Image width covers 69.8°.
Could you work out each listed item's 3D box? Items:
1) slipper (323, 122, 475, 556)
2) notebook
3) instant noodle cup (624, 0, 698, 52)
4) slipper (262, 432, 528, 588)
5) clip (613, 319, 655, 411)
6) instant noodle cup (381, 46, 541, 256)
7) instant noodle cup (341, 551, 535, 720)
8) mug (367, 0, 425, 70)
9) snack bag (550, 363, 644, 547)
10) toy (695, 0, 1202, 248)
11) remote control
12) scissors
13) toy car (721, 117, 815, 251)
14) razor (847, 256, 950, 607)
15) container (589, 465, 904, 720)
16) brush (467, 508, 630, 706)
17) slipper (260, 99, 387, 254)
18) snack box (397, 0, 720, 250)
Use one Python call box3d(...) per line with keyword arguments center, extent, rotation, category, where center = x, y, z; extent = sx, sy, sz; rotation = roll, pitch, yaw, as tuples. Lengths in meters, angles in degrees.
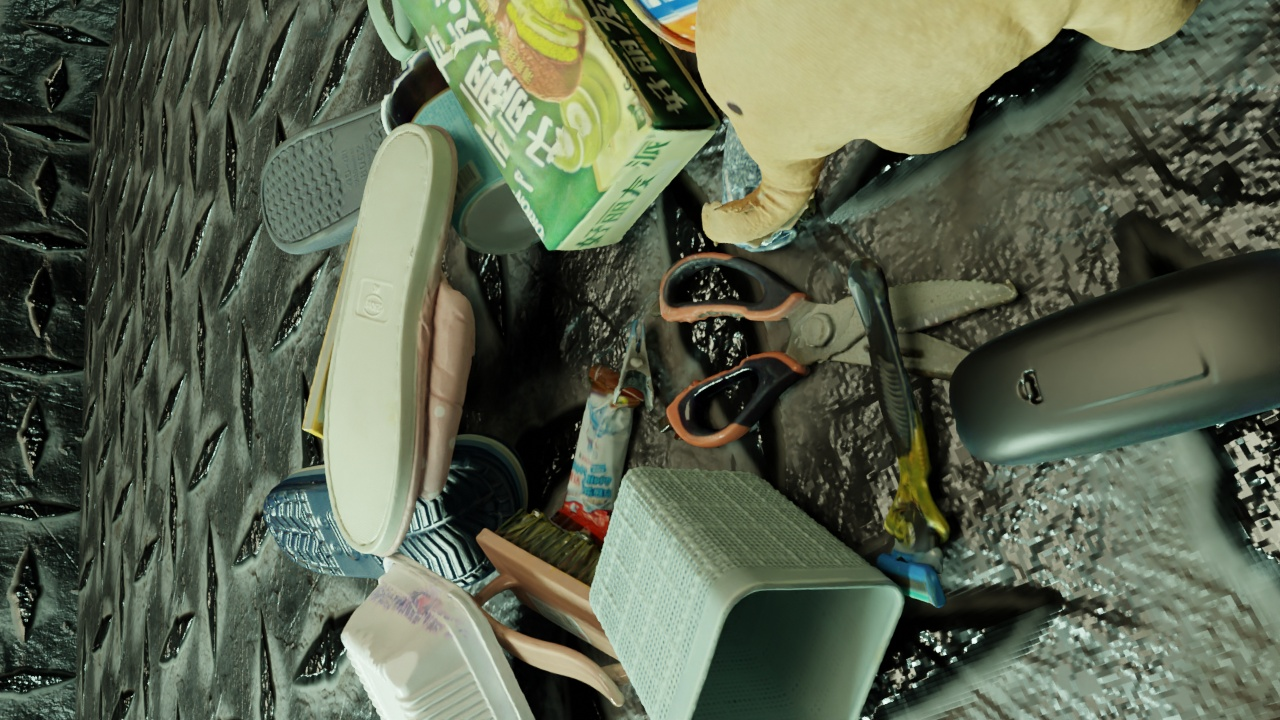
box3d(center=(-0.148, -0.013, 0.586), extent=(0.114, 0.054, 0.274), rotation=(4, 88, 46), category="slipper")
box3d(center=(-0.218, -0.005, 0.713), extent=(0.206, 0.010, 0.145), rotation=(124, 158, -77), category="notebook")
box3d(center=(0.059, -0.222, 0.399), extent=(0.112, 0.151, 0.151), rotation=(0, 84, 43), category="instant noodle cup")
box3d(center=(-0.175, 0.106, 0.686), extent=(0.253, 0.095, 0.105), rotation=(-13, 111, 32), category="slipper")
box3d(center=(-0.001, 0.004, 0.527), extent=(0.024, 0.028, 0.056), rotation=(107, 169, -48), category="clip")
box3d(center=(-0.106, -0.141, 0.633), extent=(0.111, 0.111, 0.120), rotation=(-49, 58, 36), category="instant noodle cup")
box3d(center=(-0.117, 0.211, 0.552), extent=(0.138, 0.060, 0.173), rotation=(2, 116, 55), category="instant noodle cup")
box3d(center=(-0.151, -0.240, 0.688), extent=(0.082, 0.111, 0.106), rotation=(-27, 65, 37), category="mug")
box3d(center=(-0.025, 0.057, 0.552), extent=(0.048, 0.026, 0.104), rotation=(23, 104, 37), category="snack bag")
box3d(center=(0.085, -0.122, 0.346), extent=(0.227, 0.143, 0.082), rotation=(-28, 38, 46), category="toy")
box3d(center=(0.165, 0.002, 0.313), extent=(0.137, 0.024, 0.053), rotation=(-25, 70, 42), category="remote control")
box3d(center=(0.073, -0.005, 0.447), extent=(0.215, 0.015, 0.196), rotation=(-55, 46, 30), category="scissors")
box3d(center=(0.063, -0.108, 0.462), extent=(0.049, 0.031, 0.105), rotation=(-1, 83, 50), category="toy car")
box3d(center=(0.107, 0.027, 0.380), extent=(0.043, 0.022, 0.142), rotation=(160, 101, -73), category="razor")
box3d(center=(0.037, 0.107, 0.408), extent=(0.111, 0.090, 0.090), rotation=(41, 120, 56), category="container")
box3d(center=(-0.038, 0.139, 0.510), extent=(0.146, 0.072, 0.063), rotation=(15, 139, 47), category="brush")
box3d(center=(-0.236, -0.162, 0.824), extent=(0.269, 0.083, 0.110), rotation=(-14, 79, 32), category="slipper")
box3d(center=(-0.062, -0.194, 0.550), extent=(0.115, 0.063, 0.240), rotation=(-42, 74, 41), category="snack box")
